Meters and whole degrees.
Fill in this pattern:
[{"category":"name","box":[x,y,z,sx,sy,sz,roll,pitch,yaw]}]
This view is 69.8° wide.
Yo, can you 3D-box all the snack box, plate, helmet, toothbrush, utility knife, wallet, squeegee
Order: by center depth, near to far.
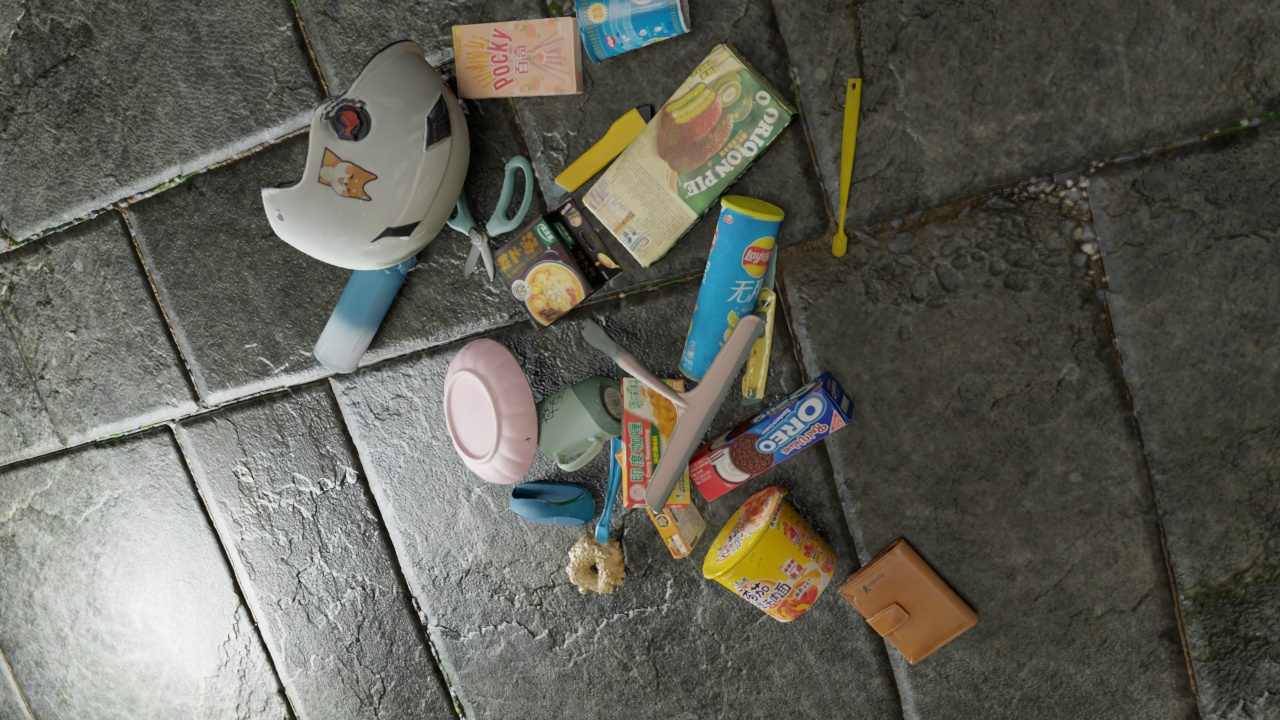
[{"category":"toothbrush","box":[0.225,-0.208,0.999,0.016,0.016,0.190,7,107,19]},{"category":"snack box","box":[0.054,-0.226,1.029,0.114,0.063,0.241,46,115,1]},{"category":"helmet","box":[-0.289,-0.213,1.065,0.157,0.230,0.274,40,97,-1]},{"category":"squeegee","box":[-0.006,0.006,1.070,0.249,0.040,0.248,38,106,42]},{"category":"snack box","box":[-0.145,-0.355,1.082,0.157,0.026,0.084,3,107,19]},{"category":"utility knife","box":[0.142,-0.044,1.083,0.031,0.022,0.212,10,105,17]},{"category":"utility knife","box":[-0.048,-0.246,1.086,0.171,0.015,0.033,-33,87,27]},{"category":"snack box","box":[0.152,0.092,1.096,0.208,0.058,0.057,-34,96,25]},{"category":"snack box","box":[0.017,0.098,1.103,0.077,0.027,0.155,2,71,-12]},{"category":"wallet","box":[0.323,0.293,1.111,0.132,0.031,0.108,46,114,3]},{"category":"snack box","box":[-0.107,-0.117,1.133,0.126,0.053,0.113,-34,93,31]},{"category":"snack box","box":[0.027,0.165,1.153,0.026,0.075,0.154,-28,95,25]},{"category":"plate","box":[-0.203,0.069,1.180,0.193,0.039,0.192,14,110,45]}]

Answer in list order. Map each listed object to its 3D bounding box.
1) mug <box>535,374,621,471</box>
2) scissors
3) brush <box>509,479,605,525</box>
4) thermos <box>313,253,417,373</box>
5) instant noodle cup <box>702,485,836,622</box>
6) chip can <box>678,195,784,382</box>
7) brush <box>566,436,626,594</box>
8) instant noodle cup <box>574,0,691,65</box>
[{"category":"mug","box":[-0.073,0.082,1.144,0.107,0.111,0.082,-25,137,28]},{"category":"scissors","box":[-0.204,-0.192,1.135,0.181,0.019,0.170,37,112,24]},{"category":"brush","box":[-0.118,0.187,1.198,0.144,0.073,0.055,-2,93,37]},{"category":"thermos","box":[-0.365,-0.082,1.224,0.070,0.070,0.221,39,115,5]},{"category":"instant noodle cup","box":[0.160,0.238,1.101,0.110,0.137,0.138,39,115,-4]},{"category":"chip can","box":[0.101,-0.078,1.049,0.071,0.071,0.211,20,113,13]},{"category":"brush","box":[-0.044,0.199,1.214,0.083,0.045,0.255,16,107,19]},{"category":"instant noodle cup","box":[-0.005,-0.381,0.992,0.110,0.099,0.099,-8,104,14]}]
